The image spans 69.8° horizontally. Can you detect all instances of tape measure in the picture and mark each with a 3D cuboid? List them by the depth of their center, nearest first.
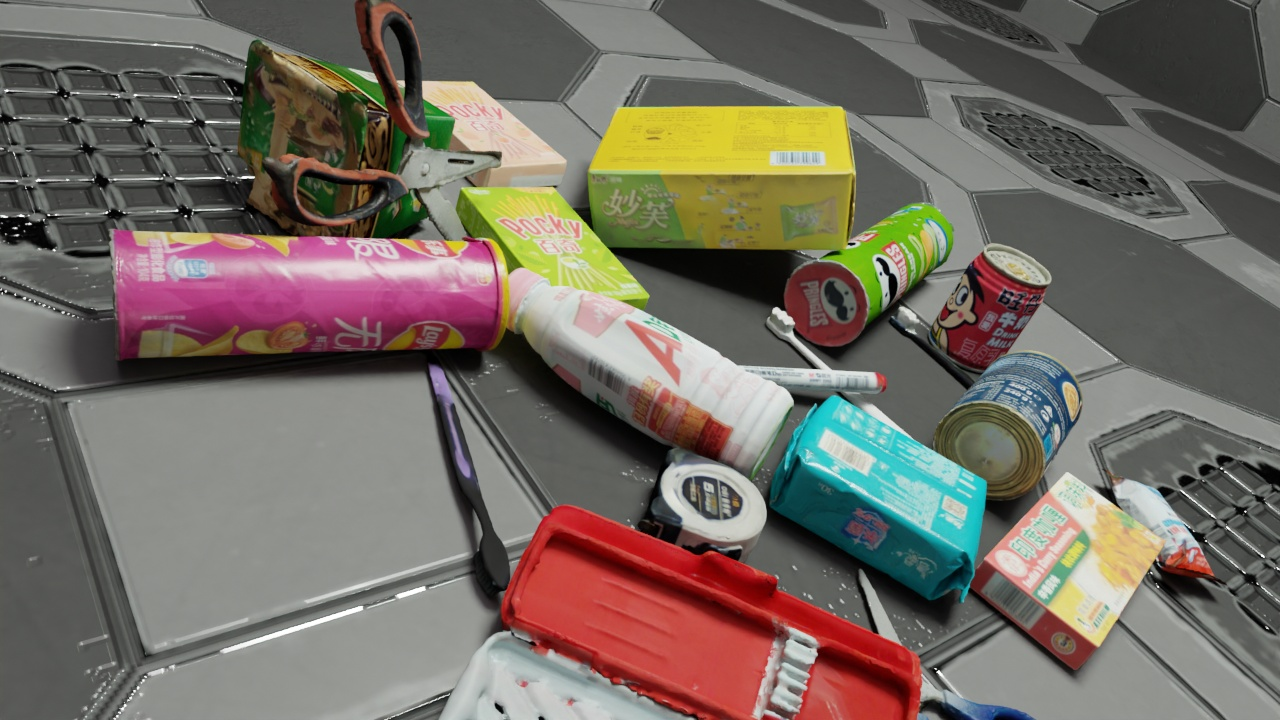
[{"bbox_3d":[0.035,0.087,0.515,0.066,0.034,0.065,22,36,3],"label":"tape measure"}]

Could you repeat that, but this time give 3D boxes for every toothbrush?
[{"bbox_3d":[-0.100,0.056,0.507,0.014,0.017,0.189,10,32,-32],"label":"toothbrush"},{"bbox_3d":[0.156,0.019,0.689,0.016,0.016,0.180,-17,50,-33],"label":"toothbrush"},{"bbox_3d":[0.274,0.015,0.761,0.015,0.018,0.181,-8,45,-40],"label":"toothbrush"}]

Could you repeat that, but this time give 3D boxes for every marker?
[{"bbox_3d":[0.109,0.013,0.656,0.145,0.017,0.017,3,38,-15],"label":"marker"}]

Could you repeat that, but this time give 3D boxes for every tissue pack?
[{"bbox_3d":[0.150,0.084,0.567,0.133,0.050,0.093,30,33,11],"label":"tissue pack"}]

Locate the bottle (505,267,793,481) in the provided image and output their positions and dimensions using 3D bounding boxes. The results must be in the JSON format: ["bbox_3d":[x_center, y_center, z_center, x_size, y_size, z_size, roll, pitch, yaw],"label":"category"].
[{"bbox_3d":[-0.003,0.003,0.579,0.197,0.068,0.068,30,35,14],"label":"bottle"}]

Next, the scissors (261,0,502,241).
[{"bbox_3d":[-0.151,-0.127,0.579,0.015,0.226,0.188,14,53,22],"label":"scissors"}]

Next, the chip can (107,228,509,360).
[{"bbox_3d":[-0.186,-0.038,0.531,0.210,0.072,0.071,-3,41,-31],"label":"chip can"}]

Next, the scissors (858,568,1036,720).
[{"bbox_3d":[0.149,0.180,0.471,0.162,0.012,0.173,20,33,-1],"label":"scissors"}]

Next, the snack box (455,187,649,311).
[{"bbox_3d":[-0.070,-0.082,0.694,0.085,0.026,0.156,-7,43,-37],"label":"snack box"}]

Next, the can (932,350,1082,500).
[{"bbox_3d":[0.265,0.045,0.660,0.075,0.075,0.110,37,37,20],"label":"can"}]

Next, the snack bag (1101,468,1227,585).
[{"bbox_3d":[0.375,0.120,0.663,0.048,0.026,0.104,22,33,-22],"label":"snack bag"}]

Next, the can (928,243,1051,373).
[{"bbox_3d":[0.298,-0.045,0.784,0.066,0.094,0.066,15,35,-11],"label":"can"}]

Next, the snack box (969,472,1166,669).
[{"bbox_3d":[0.279,0.130,0.595,0.077,0.027,0.155,39,38,26],"label":"snack box"}]

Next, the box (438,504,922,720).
[{"bbox_3d":[0.022,0.160,0.408,0.201,0.039,0.157,23,50,3],"label":"box"}]

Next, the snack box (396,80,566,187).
[{"bbox_3d":[-0.145,-0.203,0.817,0.084,0.026,0.157,-16,50,-42],"label":"snack box"}]

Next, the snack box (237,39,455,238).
[{"bbox_3d":[-0.199,-0.150,0.640,0.118,0.118,0.105,34,32,21],"label":"snack box"}]

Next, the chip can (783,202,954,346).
[{"bbox_3d":[0.208,-0.082,0.807,0.072,0.072,0.235,36,36,19],"label":"chip can"}]

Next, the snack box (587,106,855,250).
[{"bbox_3d":[0.071,-0.159,0.781,0.210,0.070,0.157,1,34,8],"label":"snack box"}]
